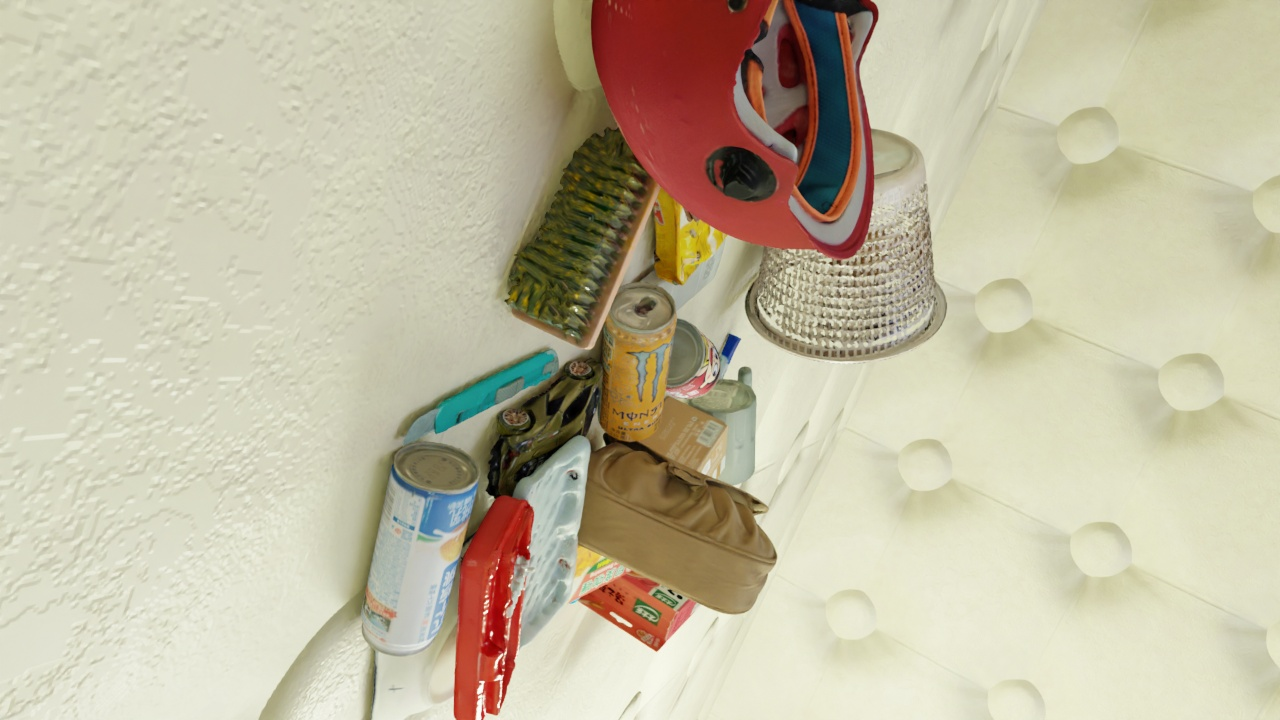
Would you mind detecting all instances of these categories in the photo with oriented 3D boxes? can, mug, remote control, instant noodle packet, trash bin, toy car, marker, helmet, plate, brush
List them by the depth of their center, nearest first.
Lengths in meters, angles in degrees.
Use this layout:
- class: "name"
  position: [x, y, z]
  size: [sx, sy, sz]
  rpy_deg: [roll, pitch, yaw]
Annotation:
- class: "helmet"
  position: [0.056, -0.173, 0.543]
  size: [0.206, 0.144, 0.240]
  rpy_deg: [-61, 144, -40]
- class: "can"
  position: [-0.142, 0.121, 0.583]
  size: [0.053, 0.053, 0.135]
  rpy_deg: [-29, 141, -59]
- class: "brush"
  position: [-0.029, -0.084, 0.599]
  size: [0.145, 0.063, 0.073]
  rpy_deg: [-66, 157, 2]
- class: "toy car"
  position: [-0.068, 0.052, 0.708]
  size: [0.157, 0.042, 0.070]
  rpy_deg: [-45, 154, -49]
- class: "plate"
  position: [-0.145, 0.215, 0.726]
  size: [0.163, 0.034, 0.165]
  rpy_deg: [-39, 150, -51]
- class: "instant noodle packet"
  position: [0.047, -0.137, 0.755]
  size: [0.110, 0.044, 0.129]
  rpy_deg: [-50, 154, -31]
- class: "can"
  position: [-0.005, 0.005, 0.775]
  size: [0.058, 0.058, 0.146]
  rpy_deg: [-49, 158, -36]
- class: "remote control"
  position: [0.033, -0.073, 0.835]
  size: [0.149, 0.021, 0.058]
  rpy_deg: [-42, 153, -47]
- class: "can"
  position: [0.039, 0.001, 0.878]
  size: [0.066, 0.066, 0.093]
  rpy_deg: [-63, 161, -2]
- class: "trash bin"
  position: [0.225, -0.137, 1.001]
  size: [0.226, 0.228, 0.192]
  rpy_deg: [-47, 143, -39]
- class: "mug"
  position: [0.105, 0.075, 1.101]
  size: [0.123, 0.084, 0.103]
  rpy_deg: [-45, 141, -50]
- class: "marker"
  position: [0.087, 0.036, 1.124]
  size: [0.146, 0.017, 0.016]
  rpy_deg: [-66, 161, 9]

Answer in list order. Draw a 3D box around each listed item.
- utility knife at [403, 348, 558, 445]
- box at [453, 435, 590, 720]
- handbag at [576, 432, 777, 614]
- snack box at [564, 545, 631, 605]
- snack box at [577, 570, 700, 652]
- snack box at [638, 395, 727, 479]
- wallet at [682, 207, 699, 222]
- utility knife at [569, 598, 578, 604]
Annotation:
- class: "utility knife"
  position: [-0.101, 0.023, 0.623]
  size: [0.177, 0.013, 0.029]
  rpy_deg: [-30, 141, -58]
- class: "box"
  position: [-0.090, 0.166, 0.690]
  size: [0.160, 0.050, 0.201]
  rpy_deg: [-53, 159, -49]
- class: "handbag"
  position: [0.024, 0.136, 0.818]
  size: [0.147, 0.204, 0.100]
  rpy_deg: [-51, 165, -77]
- class: "snack box"
  position: [-0.049, 0.197, 0.923]
  size: [0.155, 0.027, 0.077]
  rpy_deg: [-13, 128, -52]
- class: "snack box"
  position: [0.005, 0.262, 1.056]
  size: [0.126, 0.113, 0.044]
  rpy_deg: [-20, 135, -64]
- class: "snack box"
  position: [0.039, 0.112, 1.005]
  size: [0.092, 0.077, 0.094]
  rpy_deg: [-53, 157, -29]
- class: "wallet"
  position: [0.044, -0.177, 0.660]
  size: [0.118, 0.035, 0.131]
  rpy_deg: [-50, 137, -22]
- class: "utility knife"
  position: [-0.043, 0.162, 0.951]
  size: [0.034, 0.018, 0.208]
  rpy_deg: [-26, 137, -60]
